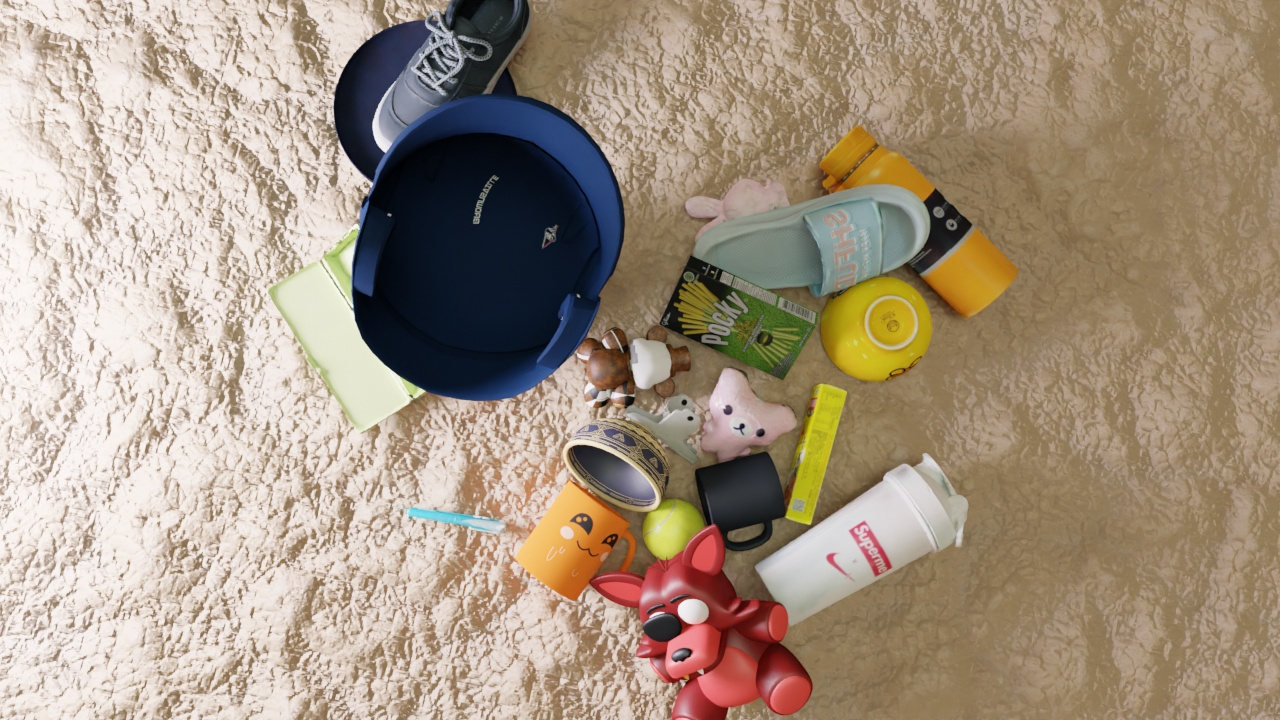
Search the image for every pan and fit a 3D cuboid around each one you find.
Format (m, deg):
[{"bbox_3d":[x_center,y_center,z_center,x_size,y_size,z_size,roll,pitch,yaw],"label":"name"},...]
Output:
[{"bbox_3d":[-0.171,-0.224,1.001,0.356,0.021,0.198,38,85,1],"label":"pan"}]

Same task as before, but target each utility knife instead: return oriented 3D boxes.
[{"bbox_3d":[-0.203,0.167,0.969,0.123,0.022,0.015,10,92,-2],"label":"utility knife"}]

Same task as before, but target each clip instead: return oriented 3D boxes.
[{"bbox_3d":[0.037,0.063,0.970,0.101,0.040,0.054,37,109,-25],"label":"clip"}]

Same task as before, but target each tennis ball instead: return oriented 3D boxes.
[{"bbox_3d":[0.035,0.177,0.957,0.065,0.065,0.065,0,85,-3],"label":"tennis ball"}]

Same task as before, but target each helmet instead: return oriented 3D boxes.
[{"bbox_3d":[-0.136,-0.122,0.854,0.232,0.222,0.273,23,127,-14],"label":"helmet"}]

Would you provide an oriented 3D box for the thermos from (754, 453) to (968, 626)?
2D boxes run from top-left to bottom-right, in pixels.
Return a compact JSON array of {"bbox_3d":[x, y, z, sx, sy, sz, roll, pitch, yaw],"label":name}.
[{"bbox_3d":[0.232,0.192,0.955,0.220,0.099,0.099,-31,88,0],"label":"thermos"}]

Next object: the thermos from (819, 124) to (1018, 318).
[{"bbox_3d":[0.290,-0.147,0.987,0.232,0.076,0.091,45,78,1],"label":"thermos"}]

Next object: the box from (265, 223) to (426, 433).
[{"bbox_3d":[-0.292,-0.034,0.973,0.141,0.047,0.187,-35,88,4],"label":"box"}]

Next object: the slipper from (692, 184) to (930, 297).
[{"bbox_3d":[0.175,-0.110,0.952,0.246,0.104,0.074,-8,43,12],"label":"slipper"}]

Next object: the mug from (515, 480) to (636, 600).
[{"bbox_3d":[-0.057,0.195,0.954,0.112,0.078,0.096,38,84,-26],"label":"mug"}]

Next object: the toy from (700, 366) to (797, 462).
[{"bbox_3d":[0.105,0.067,0.977,0.099,0.052,0.096,37,99,-8],"label":"toy"}]

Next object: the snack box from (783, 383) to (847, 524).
[{"bbox_3d":[0.184,0.100,0.982,0.029,0.040,0.148,17,85,-2],"label":"snack box"}]

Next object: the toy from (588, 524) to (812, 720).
[{"bbox_3d":[0.062,0.270,0.910,0.159,0.120,0.197,-28,105,25],"label":"toy"}]

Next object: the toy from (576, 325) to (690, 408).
[{"bbox_3d":[-0.006,0.006,0.974,0.112,0.067,0.087,-8,86,-12],"label":"toy"}]

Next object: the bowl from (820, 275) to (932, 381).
[{"bbox_3d":[0.258,-0.037,0.982,0.117,0.067,0.117,0,86,-2],"label":"bowl"}]

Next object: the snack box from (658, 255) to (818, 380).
[{"bbox_3d":[0.103,-0.044,0.973,0.147,0.025,0.080,24,128,0],"label":"snack box"}]

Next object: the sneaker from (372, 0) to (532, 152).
[{"bbox_3d":[-0.193,-0.312,0.952,0.089,0.087,0.235,36,85,0],"label":"sneaker"}]

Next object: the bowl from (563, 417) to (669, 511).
[{"bbox_3d":[-0.016,0.098,0.947,0.112,0.113,0.061,33,59,0],"label":"bowl"}]

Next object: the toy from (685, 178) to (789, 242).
[{"bbox_3d":[0.106,-0.161,0.997,0.110,0.047,0.063,-13,85,8],"label":"toy"}]

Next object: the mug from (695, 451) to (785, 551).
[{"bbox_3d":[0.107,0.154,0.967,0.077,0.071,0.105,-14,113,-4],"label":"mug"}]
